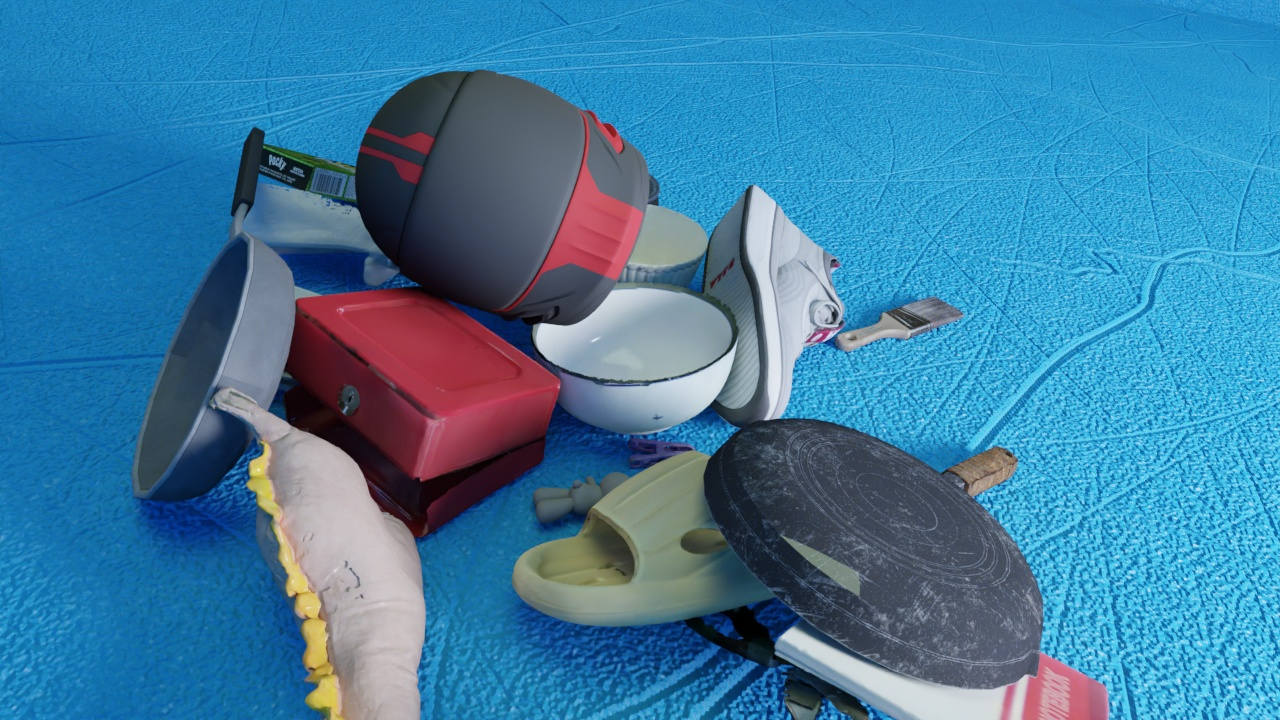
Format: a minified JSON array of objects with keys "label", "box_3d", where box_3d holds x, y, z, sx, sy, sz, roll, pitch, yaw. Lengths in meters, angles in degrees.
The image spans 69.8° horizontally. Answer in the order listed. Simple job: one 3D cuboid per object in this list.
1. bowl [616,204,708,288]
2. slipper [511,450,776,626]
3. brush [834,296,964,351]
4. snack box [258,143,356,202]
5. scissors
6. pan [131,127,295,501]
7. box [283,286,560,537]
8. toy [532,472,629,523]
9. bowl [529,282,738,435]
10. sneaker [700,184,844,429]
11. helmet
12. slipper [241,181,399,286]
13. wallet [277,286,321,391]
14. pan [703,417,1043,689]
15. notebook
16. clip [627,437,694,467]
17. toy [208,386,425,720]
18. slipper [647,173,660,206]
[{"label":"bowl","box_3d":[0.000,-0.090,0.843,0.115,0.063,0.115,5,36,-4]},{"label":"slipper","box_3d":[0.053,0.097,0.556,0.261,0.079,0.111,-4,11,-23]},{"label":"brush","box_3d":[0.239,-0.033,0.852,0.151,0.012,0.039,-18,43,-30]},{"label":"snack box","box_3d":[-0.293,-0.174,0.877,0.080,0.025,0.147,23,10,20]},{"label":"scissors","box_3d":[0.065,0.152,0.482,0.142,0.015,0.209,11,0,14]},{"label":"pan","box_3d":[-0.285,-0.057,0.647,0.041,0.179,0.356,24,36,-34]},{"label":"box","box_3d":[-0.151,0.019,0.629,0.157,0.113,0.134,30,37,27]},{"label":"toy","box_3d":[-0.016,0.090,0.621,0.111,0.030,0.049,-7,23,-11]},{"label":"bowl","box_3d":[-0.004,0.004,0.695,0.153,0.073,0.153,-1,31,0]},{"label":"sneaker","box_3d":[0.121,-0.033,0.777,0.128,0.097,0.262,25,43,-16]},{"label":"helmet","box_3d":[-0.116,-0.123,0.657,0.169,0.164,0.265,21,5,-22]},{"label":"slipper","box_3d":[-0.235,-0.103,0.808,0.247,0.075,0.112,9,12,-4]},{"label":"wallet","box_3d":[-0.273,-0.010,0.705,0.118,0.038,0.115,19,37,21]},{"label":"pan","box_3d":[0.181,0.084,0.571,0.208,0.040,0.356,37,28,28]},{"label":"notebook","box_3d":[0.169,0.163,0.484,0.153,0.012,0.208,25,9,25]},{"label":"clip","box_3d":[0.012,0.065,0.676,0.052,0.014,0.042,-14,39,-22]},{"label":"toy","box_3d":[-0.157,0.139,0.445,0.065,0.196,0.264,-36,29,10]},{"label":"slipper","box_3d":[-0.109,-0.206,0.965,0.265,0.084,0.108,0,39,-7]}]
